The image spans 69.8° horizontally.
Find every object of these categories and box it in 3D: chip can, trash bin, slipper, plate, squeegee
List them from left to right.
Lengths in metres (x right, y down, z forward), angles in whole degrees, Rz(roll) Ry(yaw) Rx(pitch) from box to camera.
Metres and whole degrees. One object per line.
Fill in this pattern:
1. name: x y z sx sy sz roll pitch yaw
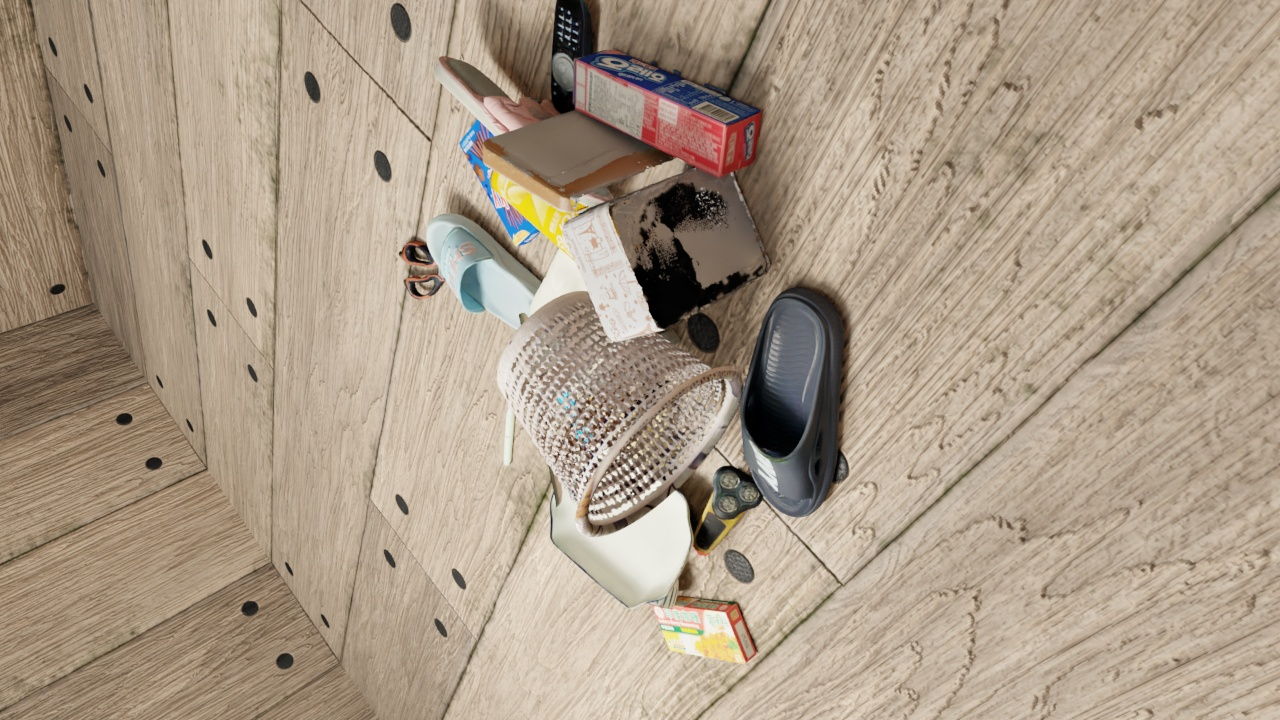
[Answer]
1. slipper: -0.211 -0.103 1.247 0.245 0.074 0.104 38 138 20
2. slipper: -0.125 -0.265 1.027 0.274 0.114 0.054 44 112 18
3. squeegee: -0.140 0.041 1.239 0.249 0.040 0.248 -149 47 -72
4. chip can: -0.078 -0.160 1.054 0.213 0.071 0.072 42 139 19
5. plate: -0.067 -0.053 1.128 0.164 0.034 0.164 55 133 25
6. trash bin: -0.037 0.040 0.963 0.192 0.226 0.228 43 139 24
7. plate: -0.023 0.210 1.194 0.266 0.034 0.162 27 93 46
8. slipper: 0.140 0.055 0.942 0.111 0.083 0.269 29 131 38

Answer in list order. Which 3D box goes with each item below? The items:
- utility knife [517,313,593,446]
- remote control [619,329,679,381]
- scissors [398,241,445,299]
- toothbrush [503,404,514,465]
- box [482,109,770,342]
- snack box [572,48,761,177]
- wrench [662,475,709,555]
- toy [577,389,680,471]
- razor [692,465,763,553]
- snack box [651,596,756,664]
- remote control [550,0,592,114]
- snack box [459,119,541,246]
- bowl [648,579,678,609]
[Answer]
1. utility knife: -0.112 0.028 1.238 0.034 0.018 0.216 0 123 48
2. remote control: -0.007 0.006 1.100 0.019 0.056 0.135 57 143 7
3. scissors: -0.303 -0.150 1.377 0.196 0.015 0.206 49 135 20
4. toothbrush: -0.204 0.096 1.418 0.020 0.029 0.190 8 130 -1
5. box: -0.010 -0.155 0.901 0.273 0.178 0.125 52 141 10
6. snack box: 0.021 -0.249 0.906 0.207 0.057 0.058 33 137 31
7. wrench: 0.015 0.134 1.189 0.273 0.016 0.056 58 146 5
8. toy: -0.015 0.078 1.115 0.105 0.066 0.157 -24 126 28
9. razor: 0.095 0.186 1.097 0.062 0.067 0.168 32 143 9
10. snack box: 0.084 0.363 1.246 0.156 0.026 0.077 -12 102 52
11. remote control: -0.073 -0.330 0.989 0.053 0.024 0.137 36 137 28
12. snack box: -0.168 -0.231 1.160 0.085 0.026 0.157 -29 90 52
13. bowl: 0.001 0.286 1.244 0.117 0.116 0.066 12 79 45
